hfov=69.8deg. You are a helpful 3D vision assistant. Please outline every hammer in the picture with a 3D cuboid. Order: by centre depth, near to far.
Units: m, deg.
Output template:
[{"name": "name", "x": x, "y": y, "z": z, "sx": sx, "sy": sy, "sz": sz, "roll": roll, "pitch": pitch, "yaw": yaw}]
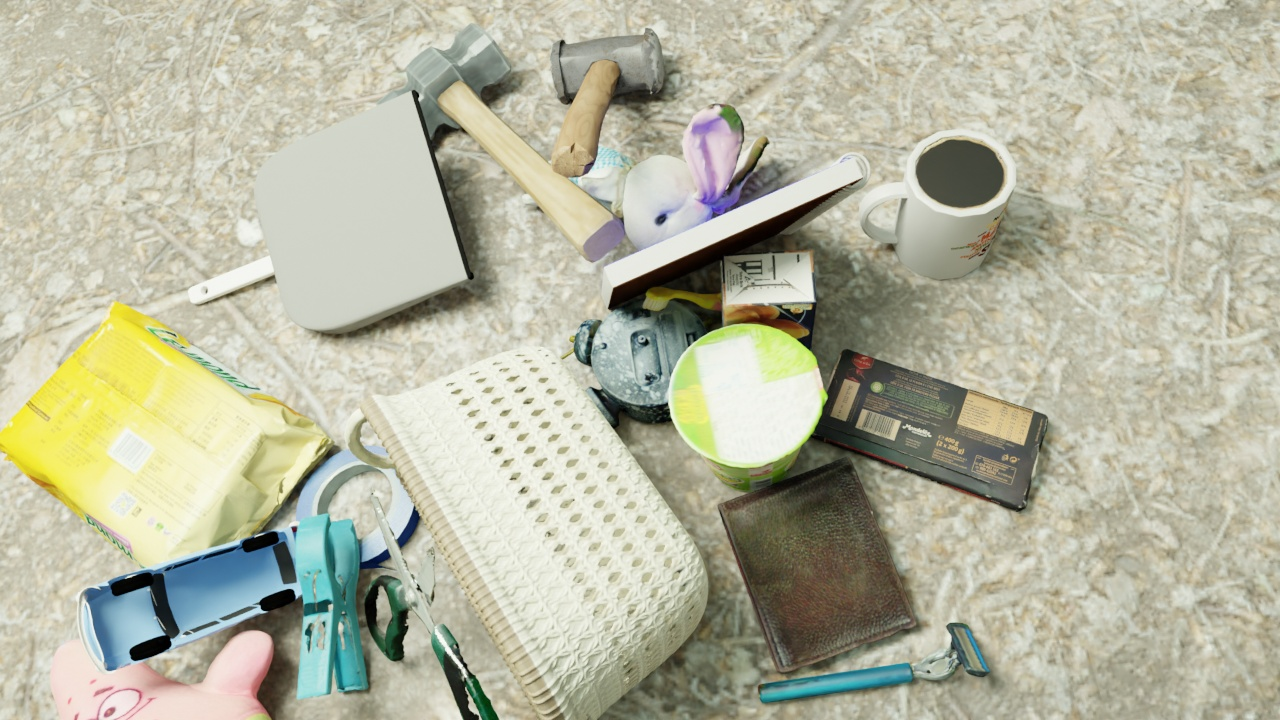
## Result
[{"name": "hammer", "x": -0.036, "y": -0.197, "z": 0.694, "sx": 0.098, "sy": 0.052, "sz": 0.327, "roll": -5, "pitch": 28, "yaw": 7}, {"name": "hammer", "x": -0.108, "y": -0.171, "z": 0.733, "sx": 0.117, "sy": 0.051, "sz": 0.323, "roll": -41, "pitch": 49, "yaw": -2}]

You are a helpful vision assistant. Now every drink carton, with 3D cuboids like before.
[{"name": "drink carton", "x": 0.090, "y": -0.029, "z": 0.646, "sx": 0.064, "sy": 0.130, "sz": 0.040, "roll": -2, "pitch": 67, "yaw": 7}]

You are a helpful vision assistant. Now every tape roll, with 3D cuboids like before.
[{"name": "tape roll", "x": -0.212, "y": 0.110, "z": 0.692, "sx": 0.091, "sy": 0.016, "sz": 0.092, "roll": 5, "pitch": 67, "yaw": 11}]

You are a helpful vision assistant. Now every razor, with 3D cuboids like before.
[{"name": "razor", "x": 0.147, "y": 0.204, "z": 0.594, "sx": 0.144, "sy": 0.022, "sz": 0.042, "roll": -14, "pitch": 28, "yaw": 7}]

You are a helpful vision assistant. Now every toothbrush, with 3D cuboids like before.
[{"name": "toothbrush", "x": 0.058, "y": -0.045, "z": 0.685, "sx": 0.135, "sy": 0.016, "sz": 0.021, "roll": -1, "pitch": 44, "yaw": -35}]

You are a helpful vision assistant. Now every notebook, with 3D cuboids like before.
[{"name": "notebook", "x": 0.054, "y": -0.082, "z": 0.640, "sx": 0.171, "sy": 0.209, "sz": 0.022, "roll": -24, "pitch": 91, "yaw": -3}]

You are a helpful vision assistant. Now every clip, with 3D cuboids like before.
[{"name": "clip", "x": -0.216, "y": 0.163, "z": 0.616, "sx": 0.028, "sy": 0.113, "sz": 0.126, "roll": -9, "pitch": 64, "yaw": 4}]

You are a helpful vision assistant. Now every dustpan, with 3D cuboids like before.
[{"name": "dustpan", "x": -0.273, "y": -0.098, "z": 0.763, "sx": 0.258, "sy": 0.033, "sz": 0.163, "roll": -19, "pitch": 82, "yaw": 10}]

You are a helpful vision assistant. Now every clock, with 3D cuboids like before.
[{"name": "clock", "x": -0.004, "y": 0.004, "z": 0.689, "sx": 0.129, "sy": 0.052, "sz": 0.090, "roll": -10, "pitch": 65, "yaw": 3}]

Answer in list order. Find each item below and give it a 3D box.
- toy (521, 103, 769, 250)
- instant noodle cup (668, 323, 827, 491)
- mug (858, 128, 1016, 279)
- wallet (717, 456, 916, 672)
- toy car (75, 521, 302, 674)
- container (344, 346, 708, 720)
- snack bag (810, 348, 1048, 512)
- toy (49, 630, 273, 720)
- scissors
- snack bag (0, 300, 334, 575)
[{"name": "toy", "x": -0.007, "y": -0.132, "z": 0.733, "sx": 0.206, "sy": 0.131, "sz": 0.105, "roll": -2, "pitch": 86, "yaw": 21}, {"name": "instant noodle cup", "x": 0.073, "y": 0.042, "z": 0.628, "sx": 0.099, "sy": 0.108, "sz": 0.098, "roll": -3, "pitch": 66, "yaw": 7}, {"name": "mug", "x": 0.217, "y": -0.113, "z": 0.687, "sx": 0.105, "sy": 0.090, "sz": 0.073, "roll": -7, "pitch": 65, "yaw": 6}, {"name": "wallet", "x": 0.117, "y": 0.137, "z": 0.620, "sx": 0.099, "sy": 0.031, "sz": 0.120, "roll": -20, "pitch": 74, "yaw": -1}, {"name": "toy car", "x": -0.297, "y": 0.158, "z": 0.622, "sx": 0.055, "sy": 0.153, "sz": 0.056, "roll": -20, "pitch": 86, "yaw": 45}, {"name": "container", "x": -0.069, "y": 0.112, "z": 0.585, "sx": 0.142, "sy": 0.185, "sz": 0.246, "roll": -30, "pitch": 67, "yaw": -16}, {"name": "snack bag", "x": 0.206, "y": 0.047, "z": 0.656, "sx": 0.155, "sy": 0.018, "sz": 0.074, "roll": 20, "pitch": 71, "yaw": 16}, {"name": "toy", "x": -0.320, "y": 0.256, "z": 0.603, "sx": 0.237, "sy": 0.097, "sz": 0.191, "roll": 30, "pitch": 60, "yaw": 27}, {"name": "scissors", "x": -0.140, "y": 0.175, "z": 0.579, "sx": 0.015, "sy": 0.205, "sz": 0.201, "roll": -22, "pitch": 91, "yaw": -33}, {"name": "snack bag", "x": -0.377, "y": 0.063, "z": 0.711, "sx": 0.247, "sy": 0.068, "sz": 0.159, "roll": 27, "pitch": 74, "yaw": 19}]
